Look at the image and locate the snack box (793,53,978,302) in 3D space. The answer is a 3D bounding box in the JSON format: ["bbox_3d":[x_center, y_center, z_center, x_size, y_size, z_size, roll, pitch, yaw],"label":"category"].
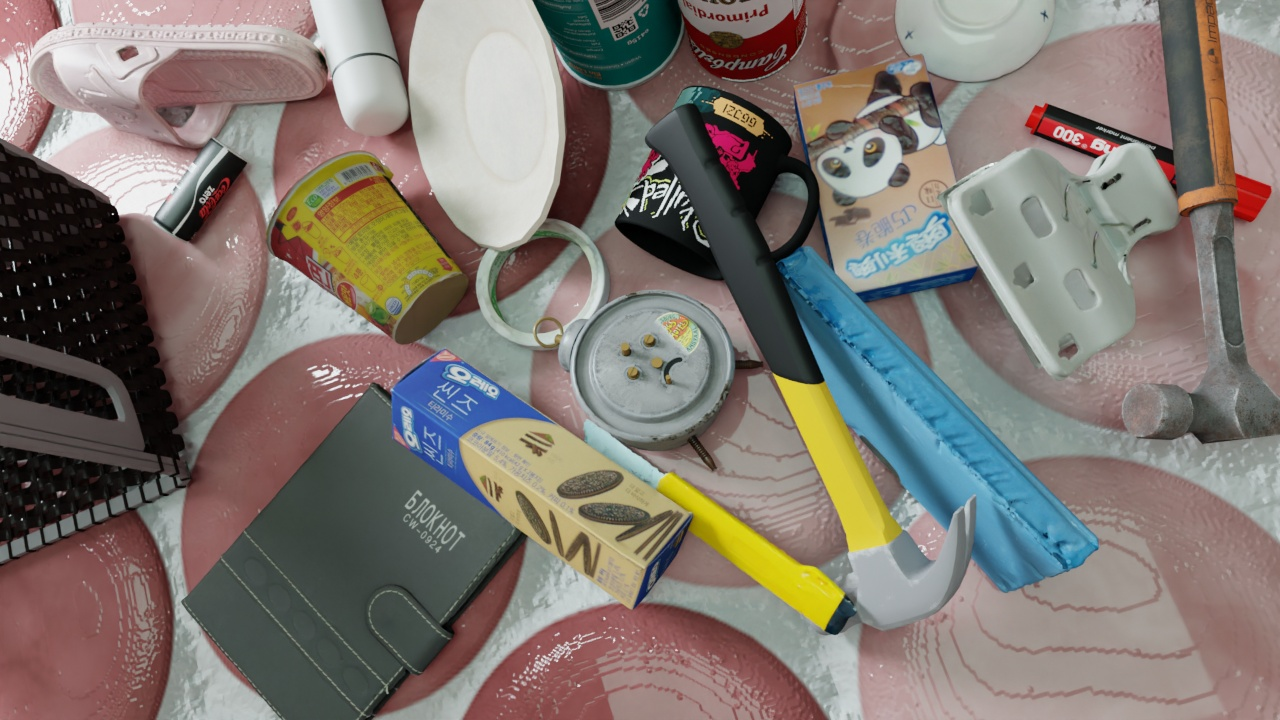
[{"bbox_3d":[0.158,-0.118,0.602,0.087,0.034,0.151,-12,77,10],"label":"snack box"}]

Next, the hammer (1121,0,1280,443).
[{"bbox_3d":[0.336,-0.109,0.527,0.137,0.035,0.314,3,79,-10],"label":"hammer"}]

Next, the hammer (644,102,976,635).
[{"bbox_3d":[0.087,0.003,0.527,0.127,0.029,0.323,-27,88,45],"label":"hammer"}]

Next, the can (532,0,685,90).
[{"bbox_3d":[-0.030,-0.260,0.614,0.099,0.144,0.099,-2,79,12],"label":"can"}]

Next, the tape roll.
[{"bbox_3d":[-0.069,-0.054,0.649,0.094,0.018,0.093,-2,79,12],"label":"tape roll"}]

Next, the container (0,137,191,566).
[{"bbox_3d":[-0.503,-0.004,0.621,0.246,0.247,0.243,-22,72,7],"label":"container"}]

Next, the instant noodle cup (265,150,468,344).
[{"bbox_3d":[-0.185,-0.072,0.643,0.100,0.100,0.112,-45,82,1],"label":"instant noodle cup"}]

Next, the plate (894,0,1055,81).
[{"bbox_3d":[0.225,-0.241,0.615,0.104,0.026,0.104,-2,79,11],"label":"plate"}]

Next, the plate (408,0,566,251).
[{"bbox_3d":[-0.100,-0.171,0.625,0.189,0.027,0.189,22,120,44],"label":"plate"}]

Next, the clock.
[{"bbox_3d":[-0.004,0.003,0.597,0.148,0.056,0.103,21,71,16],"label":"clock"}]

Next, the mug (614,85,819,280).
[{"bbox_3d":[0.057,-0.107,0.597,0.118,0.082,0.098,25,85,17],"label":"mug"}]

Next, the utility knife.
[{"bbox_3d":[0.040,0.097,0.576,0.217,0.019,0.030,32,109,25],"label":"utility knife"}]

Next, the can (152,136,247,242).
[{"bbox_3d":[-0.344,-0.133,0.717,0.031,0.031,0.080,35,88,16],"label":"can"}]

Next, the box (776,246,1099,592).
[{"bbox_3d":[0.157,0.036,0.544,0.054,0.093,0.231,-41,75,1],"label":"box"}]

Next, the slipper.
[{"bbox_3d":[-0.360,-0.207,0.704,0.239,0.094,0.064,-1,74,9],"label":"slipper"}]

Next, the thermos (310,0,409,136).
[{"bbox_3d":[-0.227,-0.278,0.708,0.052,0.052,0.224,-20,76,8],"label":"thermos"}]

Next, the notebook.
[{"bbox_3d":[-0.198,0.145,0.636,0.169,0.029,0.209,40,91,17],"label":"notebook"}]

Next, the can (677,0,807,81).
[{"bbox_3d":[0.065,-0.251,0.605,0.087,0.116,0.086,-2,79,12],"label":"can"}]

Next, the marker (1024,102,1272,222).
[{"bbox_3d":[0.315,-0.126,0.576,0.145,0.021,0.023,27,93,16],"label":"marker"}]

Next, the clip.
[{"bbox_3d":[0.247,-0.070,0.557,0.152,0.099,0.126,-34,95,-30],"label":"clip"}]

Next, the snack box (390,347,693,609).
[{"bbox_3d":[-0.070,0.073,0.594,0.207,0.056,0.057,32,49,16],"label":"snack box"}]
